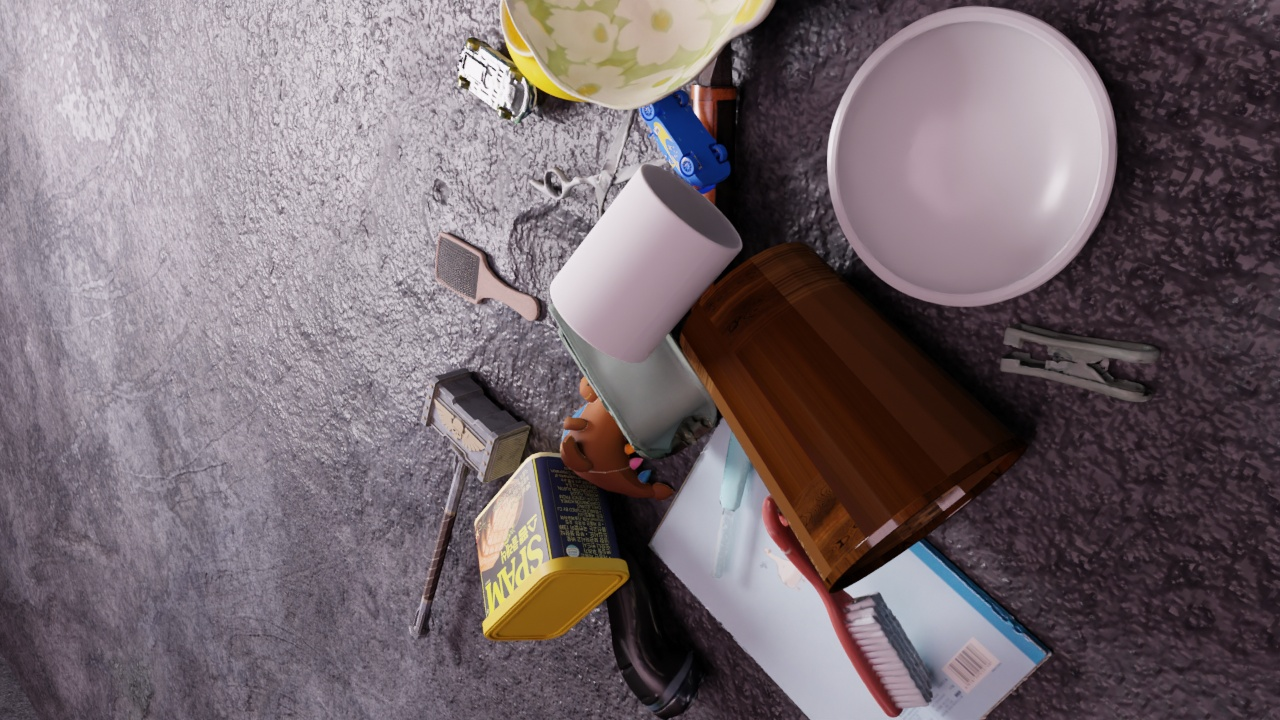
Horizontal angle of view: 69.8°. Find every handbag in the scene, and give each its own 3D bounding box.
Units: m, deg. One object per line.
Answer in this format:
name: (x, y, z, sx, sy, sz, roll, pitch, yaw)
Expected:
handbag: (-0.004, 0.004, 0.636, 0.067, 0.106, 0.122, -34, 74, 2)

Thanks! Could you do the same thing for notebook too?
notebook: (0.123, 0.159, 0.634, 0.253, 0.009, 0.181, 44, 128, 24)

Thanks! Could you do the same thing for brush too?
brush: (0.129, 0.148, 0.559, 0.030, 0.040, 0.172, -25, 107, 32)
brush: (-0.137, -0.067, 0.796, 0.136, 0.015, 0.050, 30, 122, 32)

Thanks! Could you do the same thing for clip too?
clip: (0.229, 0.000, 0.481, 0.076, 0.023, 0.042, 17, 115, 40)

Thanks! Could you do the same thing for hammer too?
hammer: (-0.189, 0.165, 0.893, 0.098, 0.044, 0.323, 39, 126, 27)
hammer: (0.057, -0.150, 0.583, 0.138, 0.034, 0.315, 14, 113, 39)

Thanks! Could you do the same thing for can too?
can: (-0.078, 0.153, 0.749, 0.136, 0.075, 0.104, -49, 44, 40)

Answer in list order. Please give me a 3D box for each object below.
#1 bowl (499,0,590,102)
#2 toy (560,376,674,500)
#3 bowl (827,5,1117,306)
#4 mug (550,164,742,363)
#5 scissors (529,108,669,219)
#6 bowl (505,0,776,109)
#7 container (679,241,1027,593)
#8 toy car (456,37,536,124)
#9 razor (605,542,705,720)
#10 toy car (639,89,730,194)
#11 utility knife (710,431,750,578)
bowl: (-0.053, -0.238, 0.631, 0.117, 0.067, 0.117, 14, 112, 39)
toy: (-0.010, 0.059, 0.708, 0.103, 0.070, 0.090, 28, 110, 7)
bowl: (0.174, -0.105, 0.483, 0.150, 0.043, 0.150, 14, 112, 39)
mug: (0.000, -0.067, 0.550, 0.091, 0.073, 0.110, -49, 31, 24)
scissors: (-0.035, -0.135, 0.665, 0.158, 0.014, 0.142, 37, 140, 34)
bowl: (0.004, -0.244, 0.529, 0.219, 0.060, 0.189, 27, 119, 31)
container: (0.111, 0.026, 0.531, 0.167, 0.132, 0.132, 54, 131, 23)
toy car: (-0.110, -0.218, 0.715, 0.090, 0.027, 0.039, 41, 124, 27)
razor: (0.007, 0.213, 0.733, 0.053, 0.063, 0.140, -53, 52, 55)
toy car: (0.022, -0.123, 0.583, 0.092, 0.033, 0.062, 56, 145, 7)
utility knife: (0.065, 0.086, 0.646, 0.022, 0.015, 0.166, 25, 116, 36)
